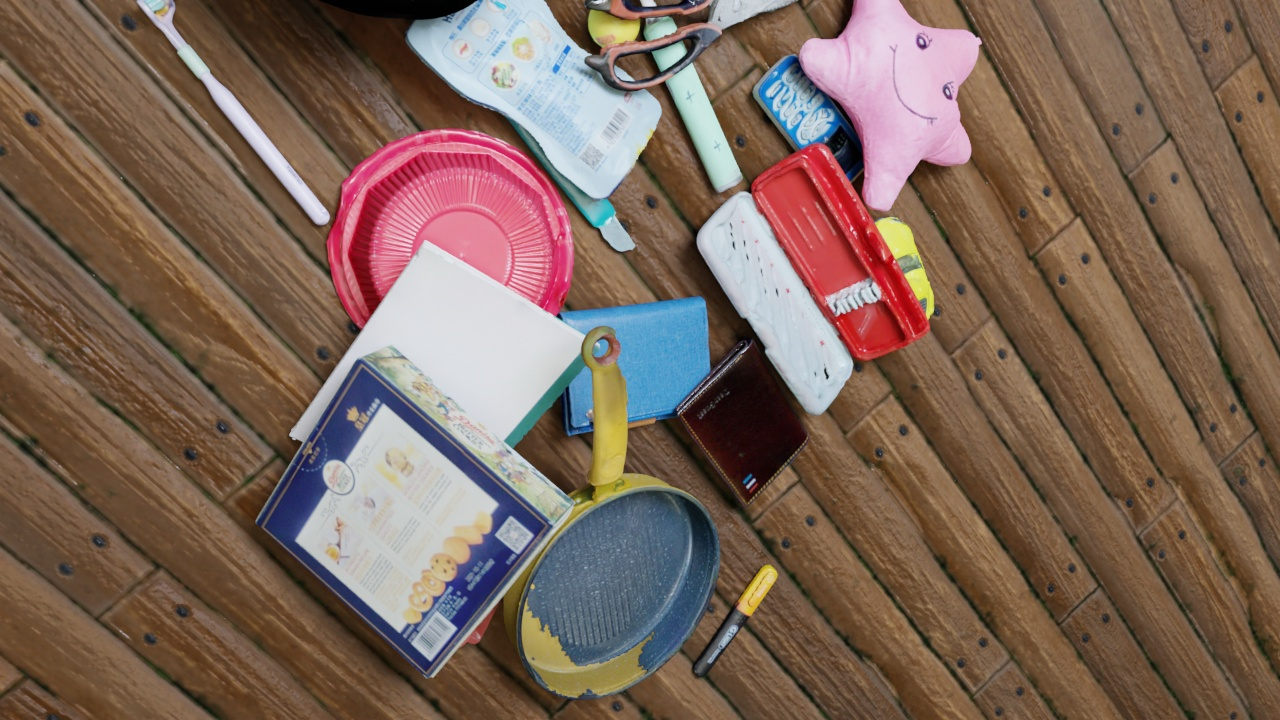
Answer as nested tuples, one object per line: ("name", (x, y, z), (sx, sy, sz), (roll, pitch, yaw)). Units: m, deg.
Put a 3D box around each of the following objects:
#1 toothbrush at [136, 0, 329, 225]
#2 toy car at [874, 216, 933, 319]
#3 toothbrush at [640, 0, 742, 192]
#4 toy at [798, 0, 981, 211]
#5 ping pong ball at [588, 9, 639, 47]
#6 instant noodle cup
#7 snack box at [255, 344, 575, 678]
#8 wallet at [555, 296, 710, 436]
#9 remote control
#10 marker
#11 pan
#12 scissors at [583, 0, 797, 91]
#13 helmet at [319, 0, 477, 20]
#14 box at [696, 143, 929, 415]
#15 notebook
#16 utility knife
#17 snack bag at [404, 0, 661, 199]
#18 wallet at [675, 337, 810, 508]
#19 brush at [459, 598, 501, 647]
("toothbrush", (-0.287, -0.177, 0.662), (0.021, 0.029, 0.189), (-22, 114, 31))
("toy car", (0.234, -0.079, 0.829), (0.048, 0.032, 0.105), (-27, 106, -9))
("toothbrush", (0.026, -0.240, 0.737), (0.027, 0.026, 0.224), (-24, 108, 11))
("toy", (0.219, -0.241, 0.769), (0.178, 0.075, 0.194), (-34, 106, -20))
("ping pong ball", (-0.021, -0.262, 0.711), (0.040, 0.040, 0.040), (-3, 102, -16))
("instant noodle cup", (-0.140, -0.079, 0.701), (0.193, 0.066, 0.194), (-3, 102, -15))
("snack box", (-0.169, 0.112, 0.671), (0.182, 0.045, 0.178), (41, 114, 4))
("wallet", (-0.005, 0.004, 0.770), (0.133, 0.040, 0.106), (-9, 103, -22))
("remote control", (0.147, -0.199, 0.782), (0.049, 0.024, 0.125), (-46, 113, -4))
("marker", (0.089, 0.245, 0.861), (0.018, 0.015, 0.124), (35, 92, -15))
("pan", (-0.022, 0.125, 0.721), (0.197, 0.078, 0.358), (-23, 121, -26))
("scissors", (0.056, -0.283, 0.705), (0.191, 0.015, 0.207), (29, 98, -36))
("helmet", (-0.146, -0.343, 0.560), (0.233, 0.230, 0.274), (39, 81, -13))
("box", (0.147, -0.068, 0.790), (0.154, 0.073, 0.201), (-37, 108, -2))
("notebook", (-0.151, 0.023, 0.696), (0.150, 0.012, 0.210), (31, 118, -23))
("utility knife", (-0.061, -0.157, 0.735), (0.029, 0.013, 0.179), (-42, 109, -9))
("snack bag", (-0.076, -0.217, 0.699), (0.191, 0.039, 0.110), (36, 75, -20))
("wallet", (0.092, 0.055, 0.803), (0.096, 0.020, 0.122), (-45, 119, -18))
("brush", (-0.128, 0.161, 0.750), (0.063, 0.069, 0.146), (27, 92, -21))
